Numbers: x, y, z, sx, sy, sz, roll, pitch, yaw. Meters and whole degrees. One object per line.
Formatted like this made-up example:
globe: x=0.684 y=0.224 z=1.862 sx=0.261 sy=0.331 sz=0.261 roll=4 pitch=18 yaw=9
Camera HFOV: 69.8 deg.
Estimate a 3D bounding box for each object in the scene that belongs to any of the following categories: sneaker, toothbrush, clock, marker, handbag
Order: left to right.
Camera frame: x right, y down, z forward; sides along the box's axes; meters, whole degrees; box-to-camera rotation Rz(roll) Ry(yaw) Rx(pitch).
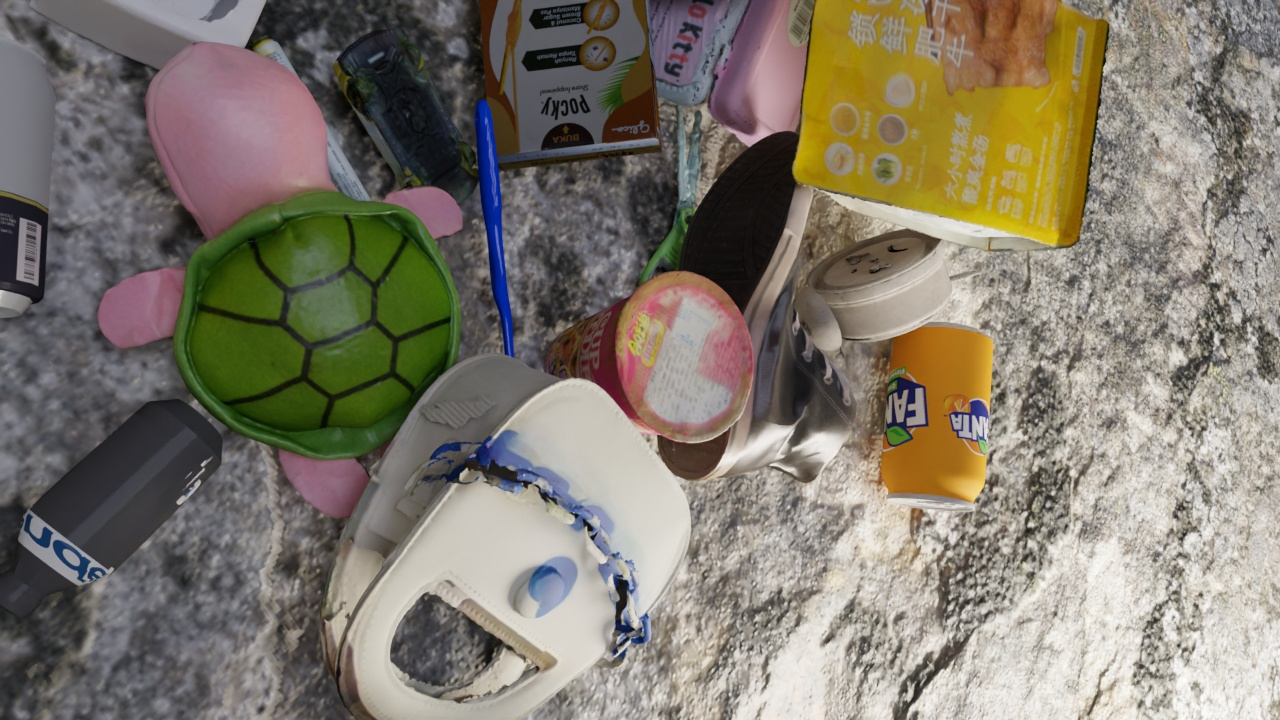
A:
marker: x=-0.171 y=-0.110 z=0.511 sx=0.017 sy=0.017 sz=0.146 roll=-37 pitch=105 yaw=-32
toothbrush: x=-0.089 y=-0.062 z=0.547 sx=0.018 sy=0.016 sz=0.182 roll=-8 pitch=98 yaw=-30
handbag: x=-0.067 y=0.112 z=0.483 sx=0.199 sy=0.093 sz=0.201 roll=-56 pitch=136 yaw=-17
sneaker: x=0.094 y=-0.030 z=0.625 sx=0.119 sy=0.095 sz=0.234 roll=11 pitch=84 yaw=-40
clock: x=0.168 y=-0.044 z=0.698 sx=0.156 sy=0.103 sz=0.061 roll=-28 pitch=109 yaw=-8

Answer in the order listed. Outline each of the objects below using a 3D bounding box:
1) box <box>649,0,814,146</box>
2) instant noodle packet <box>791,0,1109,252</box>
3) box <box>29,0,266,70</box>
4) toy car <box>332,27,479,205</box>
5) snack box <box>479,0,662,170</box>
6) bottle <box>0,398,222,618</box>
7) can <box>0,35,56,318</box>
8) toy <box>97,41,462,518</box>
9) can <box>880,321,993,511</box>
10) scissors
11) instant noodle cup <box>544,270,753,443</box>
box: x=0.080 y=-0.258 z=0.622 sx=0.149 sy=0.073 sz=0.201 roll=22 pitch=92 yaw=-17
instant noodle packet: x=0.196 y=-0.172 z=0.608 sx=0.221 sy=0.084 sz=0.163 roll=9 pitch=90 yaw=-28
box: x=-0.231 y=-0.208 z=0.447 sx=0.102 sy=0.076 sz=0.107 roll=22 pitch=70 yaw=-32
toy car: x=-0.135 y=-0.135 z=0.529 sx=0.047 sy=0.033 sz=0.105 roll=-46 pitch=124 yaw=-32
snack box: x=-0.046 y=-0.218 z=0.565 sx=0.101 sy=0.031 sz=0.186 roll=-5 pitch=86 yaw=7
bottle: x=-0.244 y=0.067 z=0.421 sx=0.047 sy=0.047 sz=0.112 roll=48 pitch=61 yaw=-20
can: x=-0.292 y=-0.085 z=0.395 sx=0.064 sy=0.064 sz=0.127 roll=4 pitch=82 yaw=-34
toy: x=-0.167 y=-0.038 z=0.463 sx=0.189 sy=0.088 sz=0.238 roll=-22 pitch=106 yaw=-24
can: x=0.237 y=0.045 z=0.736 sx=0.079 sy=0.079 sz=0.142 roll=16 pitch=75 yaw=-32
scissors: x=0.026 y=-0.103 z=0.649 sx=0.078 sy=0.033 sz=0.175 roll=4 pitch=78 yaw=-32
instant noodle cup: x=-0.003 y=0.003 z=0.557 sx=0.097 sy=0.109 sz=0.097 roll=5 pitch=81 yaw=-34
